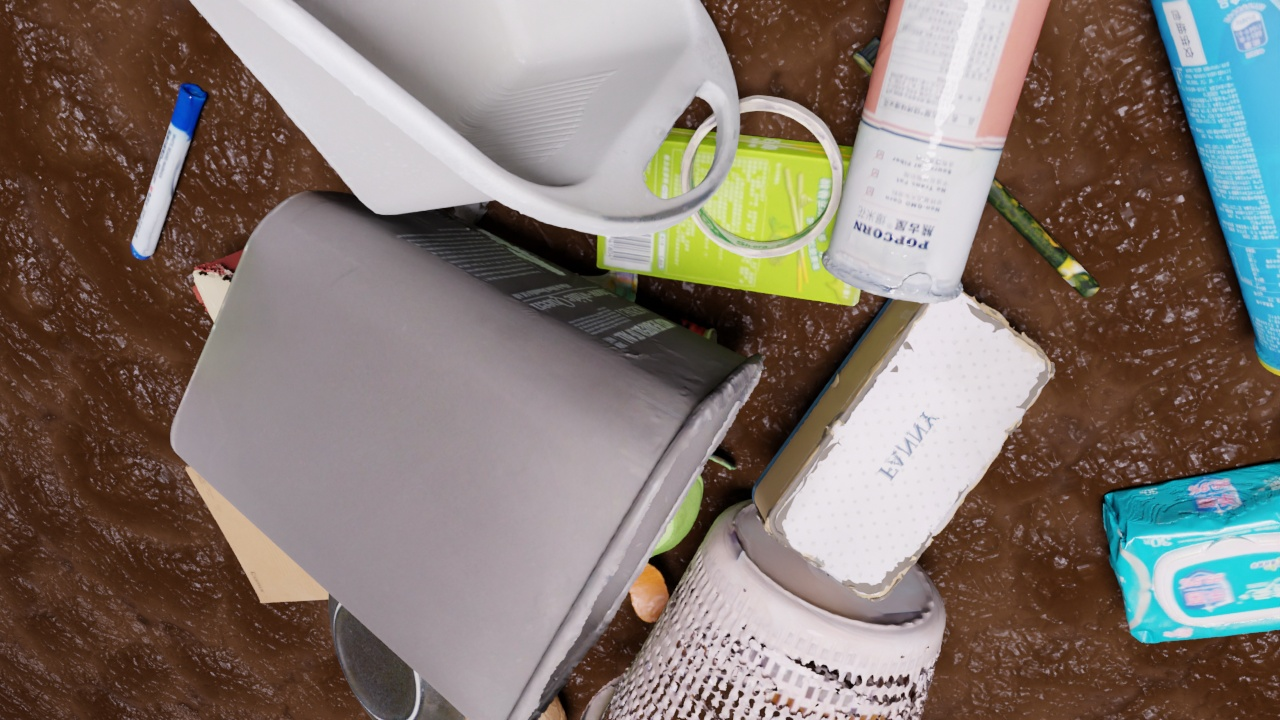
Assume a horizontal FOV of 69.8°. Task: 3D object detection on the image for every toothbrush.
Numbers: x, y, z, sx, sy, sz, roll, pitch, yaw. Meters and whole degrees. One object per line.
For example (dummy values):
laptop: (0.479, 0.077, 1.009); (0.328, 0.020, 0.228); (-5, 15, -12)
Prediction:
toothbrush: (0.181, -0.100, 0.485); (0.186, 0.012, 0.017); (42, 112, -10)
toothbrush: (-0.096, -0.057, 0.584); (0.190, 0.020, 0.029); (6, 86, 10)

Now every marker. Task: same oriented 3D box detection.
marker: (-0.321, -0.124, 0.620); (0.017, 0.016, 0.146); (35, 124, -6)

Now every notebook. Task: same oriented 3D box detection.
notebook: (-0.266, 0.140, 0.768); (0.212, 0.012, 0.149); (-8, 116, 21)

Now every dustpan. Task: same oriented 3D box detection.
dustpan: (-0.067, -0.175, 0.397); (0.143, 0.222, 0.258); (-3, 131, 32)

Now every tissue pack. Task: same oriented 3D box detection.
tissue pack: (0.350, 0.114, 0.540); (0.134, 0.050, 0.093); (-17, 113, 25)

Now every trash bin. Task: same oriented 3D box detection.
trash bin: (-0.082, 0.033, 0.464); (0.220, 0.198, 0.199); (33, 105, 10)
trash bin: (0.090, 0.206, 0.593); (0.227, 0.227, 0.192); (19, 110, 5)

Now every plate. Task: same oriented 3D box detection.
plate: (-0.206, 0.236, 0.737); (0.180, 0.024, 0.179); (14, 112, 37)

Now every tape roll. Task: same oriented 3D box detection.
tape roll: (0.064, -0.096, 0.488); (0.086, 0.013, 0.086); (7, 121, 12)

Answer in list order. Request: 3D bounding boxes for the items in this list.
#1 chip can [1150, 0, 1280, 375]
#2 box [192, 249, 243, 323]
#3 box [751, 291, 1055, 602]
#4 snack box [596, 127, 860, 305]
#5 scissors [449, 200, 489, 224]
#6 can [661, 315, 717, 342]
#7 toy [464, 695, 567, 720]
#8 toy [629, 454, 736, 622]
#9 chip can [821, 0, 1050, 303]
chip can: (0.296, -0.094, 0.417); (0.071, 0.071, 0.210); (-20, 112, 26)
box: (-0.235, 0.007, 0.620); (0.091, 0.080, 0.168); (12, 126, 41)
box: (0.146, 0.036, 0.511); (0.090, 0.061, 0.184); (37, 93, -6)
snack box: (0.053, -0.084, 0.524); (0.156, 0.026, 0.086); (9, 122, 12)
scissors: (-0.102, -0.091, 0.576); (0.147, 0.014, 0.172); (10, 123, 13)
can: (-0.003, 0.003, 0.570); (0.094, 0.066, 0.067); (9, 122, 12)
toy: (-0.122, 0.309, 0.790); (0.144, 0.082, 0.226); (6, 126, 38)
toy: (-0.058, 0.108, 0.638); (0.247, 0.089, 0.227); (-25, 120, 32)
chip can: (0.143, -0.138, 0.420); (0.071, 0.071, 0.215); (14, 116, 9)
